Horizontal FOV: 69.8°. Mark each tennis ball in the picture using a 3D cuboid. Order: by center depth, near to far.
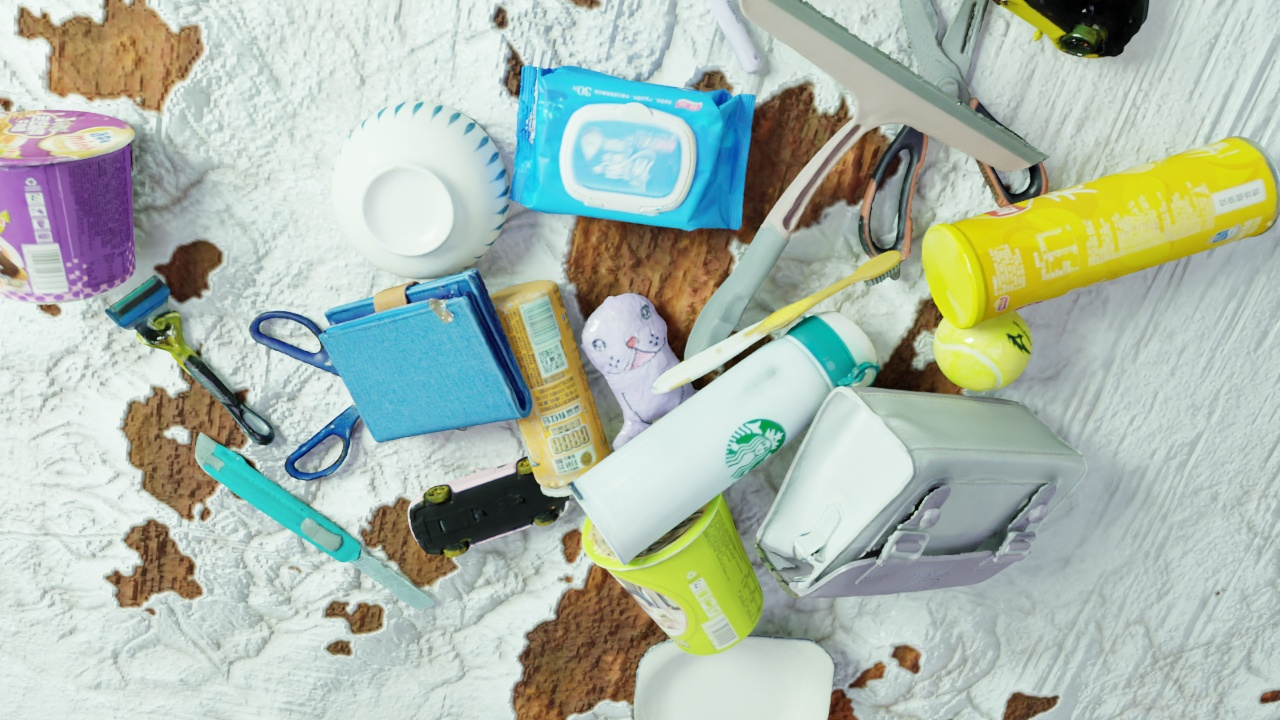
[{"bbox_3d":[0.240,-0.011,0.646,0.065,0.065,0.065,-1,111,-2],"label":"tennis ball"}]

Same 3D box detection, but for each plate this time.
[{"bbox_3d":[0.075,0.293,0.776,0.164,0.034,0.164,2,111,-3],"label":"plate"}]

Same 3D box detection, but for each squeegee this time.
[{"bbox_3d":[0.097,-0.089,0.608,0.247,0.040,0.250,19,121,-29],"label":"squeegee"}]

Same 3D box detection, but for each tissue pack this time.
[{"bbox_3d":[-0.004,-0.135,0.595,0.157,0.052,0.095,7,111,-5],"label":"tissue pack"}]

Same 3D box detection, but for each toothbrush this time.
[{"bbox_3d":[0.029,-0.263,0.565,0.021,0.029,0.189,-9,121,45],"label":"toothbrush"},{"bbox_3d":[0.092,-0.023,0.627,0.191,0.016,0.018,-29,140,8],"label":"toothbrush"}]

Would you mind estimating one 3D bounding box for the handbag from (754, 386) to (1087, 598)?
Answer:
[{"bbox_3d":[0.196,0.100,0.639,0.196,0.098,0.145,6,126,-34],"label":"handbag"}]

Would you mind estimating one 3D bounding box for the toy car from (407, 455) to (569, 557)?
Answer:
[{"bbox_3d":[-0.115,0.109,0.697,0.122,0.037,0.056,-17,109,-9],"label":"toy car"}]

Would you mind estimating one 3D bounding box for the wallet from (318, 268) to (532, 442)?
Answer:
[{"bbox_3d":[-0.147,0.000,0.621,0.133,0.040,0.106,-11,111,27],"label":"wallet"}]

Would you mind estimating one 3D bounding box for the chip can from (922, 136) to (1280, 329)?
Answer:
[{"bbox_3d":[0.299,-0.085,0.603,0.213,0.072,0.072,-18,111,-2],"label":"chip can"}]

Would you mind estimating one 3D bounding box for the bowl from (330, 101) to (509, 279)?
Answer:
[{"bbox_3d":[-0.146,-0.105,0.595,0.116,0.066,0.116,-1,112,-2],"label":"bowl"}]

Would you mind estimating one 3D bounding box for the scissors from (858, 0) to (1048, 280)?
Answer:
[{"bbox_3d":[0.205,-0.159,0.615,0.189,0.015,0.227,-42,106,13],"label":"scissors"}]

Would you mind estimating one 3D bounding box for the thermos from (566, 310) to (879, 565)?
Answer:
[{"bbox_3d":[0.061,0.048,0.626,0.224,0.073,0.073,-35,110,-9],"label":"thermos"}]

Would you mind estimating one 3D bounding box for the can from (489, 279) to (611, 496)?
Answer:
[{"bbox_3d":[-0.066,0.019,0.645,0.058,0.058,0.146,-15,107,4],"label":"can"}]

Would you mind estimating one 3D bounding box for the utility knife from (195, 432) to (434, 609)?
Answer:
[{"bbox_3d":[-0.251,0.131,0.711,0.223,0.013,0.029,40,105,-16],"label":"utility knife"}]

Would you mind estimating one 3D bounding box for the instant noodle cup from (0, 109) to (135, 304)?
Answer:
[{"bbox_3d":[-0.371,-0.096,0.575,0.111,0.111,0.099,4,121,-4],"label":"instant noodle cup"}]

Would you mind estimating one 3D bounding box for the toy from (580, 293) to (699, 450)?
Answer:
[{"bbox_3d":[-0.004,0.004,0.655,0.083,0.039,0.108,-30,112,-12],"label":"toy"}]

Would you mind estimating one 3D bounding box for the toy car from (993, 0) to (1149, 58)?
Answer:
[{"bbox_3d":[0.248,-0.239,0.563,0.155,0.041,0.071,22,91,-22],"label":"toy car"}]

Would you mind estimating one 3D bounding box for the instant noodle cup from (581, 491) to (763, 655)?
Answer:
[{"bbox_3d":[0.033,0.152,0.687,0.112,0.111,0.123,-26,118,8],"label":"instant noodle cup"}]

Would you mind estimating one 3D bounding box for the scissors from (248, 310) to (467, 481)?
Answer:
[{"bbox_3d":[-0.211,0.019,0.671,0.173,0.012,0.162,-40,108,10],"label":"scissors"}]

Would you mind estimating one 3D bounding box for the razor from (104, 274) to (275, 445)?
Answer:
[{"bbox_3d":[-0.315,0.007,0.658,0.042,0.022,0.143,-50,116,-31],"label":"razor"}]
